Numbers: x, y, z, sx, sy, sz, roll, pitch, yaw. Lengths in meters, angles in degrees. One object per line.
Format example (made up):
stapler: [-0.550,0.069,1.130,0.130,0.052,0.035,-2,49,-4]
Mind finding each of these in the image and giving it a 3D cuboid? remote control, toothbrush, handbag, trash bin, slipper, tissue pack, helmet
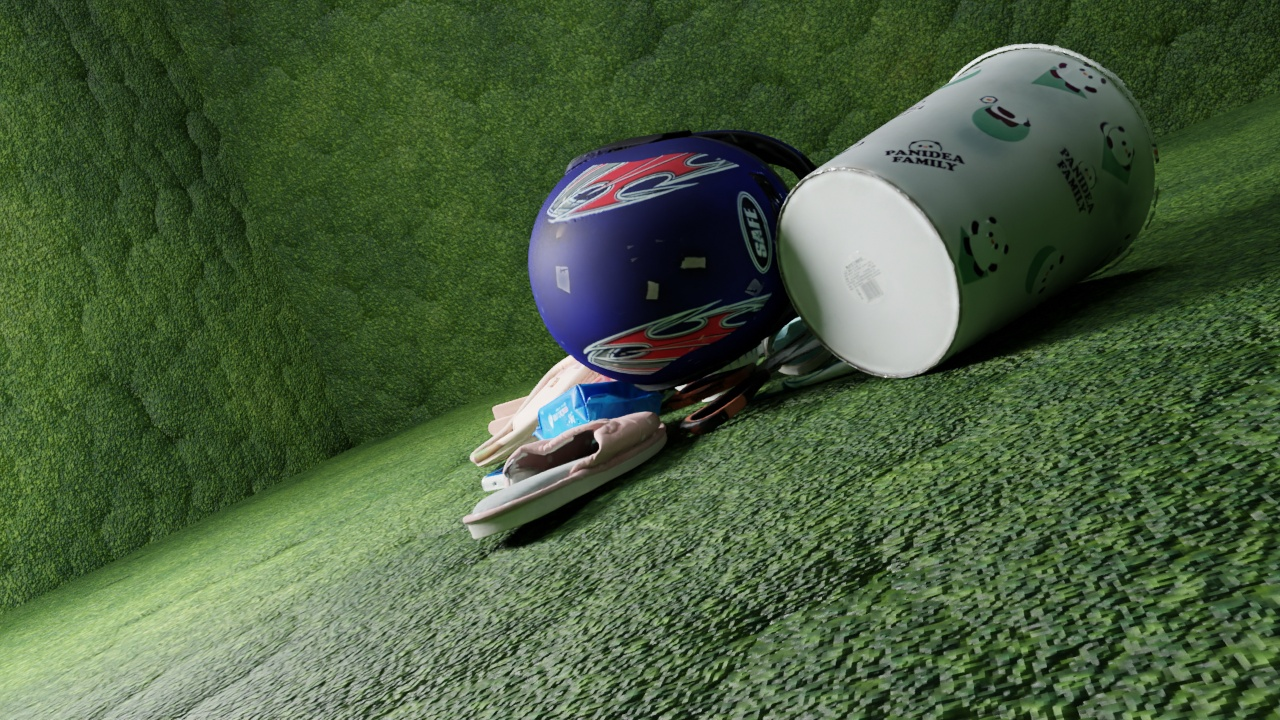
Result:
remote control: [-0.115,0.113,1.018,0.049,0.024,0.124,-18,4,45]
toothbrush: [0.149,0.019,0.894,0.192,0.018,0.016,-21,15,32]
handbag: [-0.123,0.072,1.213,0.233,0.093,0.194,-37,6,-31]
trash bin: [0.267,-0.122,0.786,0.251,0.229,0.230,-30,7,-29]
slipper: [-0.062,0.089,0.814,0.114,0.054,0.273,-21,1,30]
tissue pack: [-0.048,0.060,0.972,0.094,0.052,0.157,-4,-14,-29]
helmet: [0.046,-0.105,0.892,0.316,0.247,0.240,-17,7,7]

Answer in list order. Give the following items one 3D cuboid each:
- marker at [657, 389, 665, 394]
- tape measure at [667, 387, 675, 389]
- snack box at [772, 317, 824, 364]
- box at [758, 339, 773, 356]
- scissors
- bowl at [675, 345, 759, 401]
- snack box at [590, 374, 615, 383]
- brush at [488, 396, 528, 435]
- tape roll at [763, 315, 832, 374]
marker: [0.012,0.049,1.231,0.022,0.020,0.131,-24,4,16]
tape measure: [0.065,0.015,1.296,0.066,0.033,0.066,-26,7,-19]
snack box: [0.215,-0.040,1.100,0.074,0.051,0.174,-19,4,26]
box: [0.108,-0.086,1.354,0.185,0.182,0.154,-19,5,40]
scissors: [0.111,0.015,0.918,0.226,0.015,0.188,-21,16,26]
bowl: [0.086,0.007,1.058,0.116,0.066,0.116,-23,5,2]
snack box: [-0.007,0.006,1.105,0.153,0.025,0.075,-39,-8,1]
brush: [-0.160,0.083,1.402,0.146,0.063,0.072,-18,1,28]
tape roll: [0.174,-0.024,0.992,0.086,0.014,0.085,-23,43,24]
